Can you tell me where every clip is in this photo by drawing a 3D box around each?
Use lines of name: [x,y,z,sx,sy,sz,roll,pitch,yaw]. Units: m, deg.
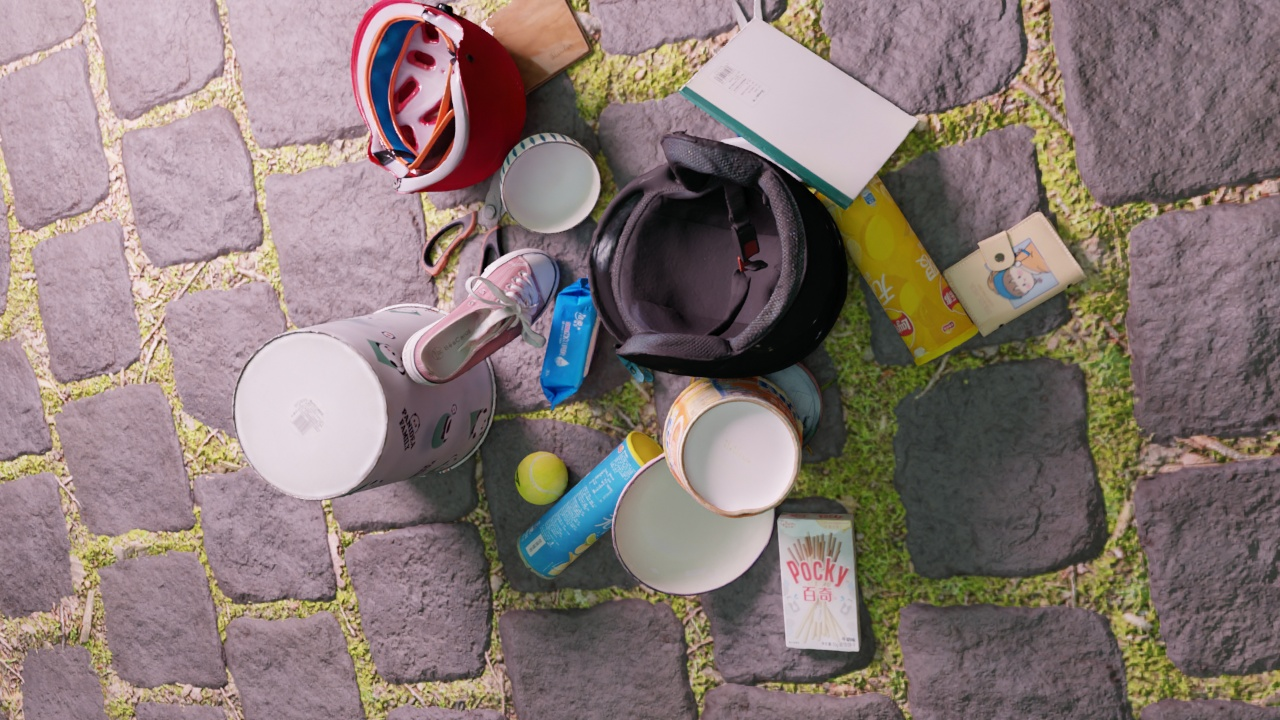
clip: [-0.008,0.006,1.098,0.013,0.037,0.055,-46,70,18]

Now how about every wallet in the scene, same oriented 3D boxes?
wallet: [0.380,-0.090,0.941,0.115,0.024,0.087,-34,91,22]
wallet: [-0.126,-0.381,1.087,0.115,0.020,0.101,-27,89,19]

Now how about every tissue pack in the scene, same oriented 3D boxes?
tissue pack: [-0.078,-0.024,1.080,0.052,0.095,0.157,14,103,1]

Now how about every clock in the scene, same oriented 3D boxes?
clock: [0.130,0.042,1.032,0.158,0.059,0.117,19,105,15]

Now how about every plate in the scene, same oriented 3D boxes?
plate: [0.059,0.178,1.053,0.192,0.039,0.193,-4,110,-11]

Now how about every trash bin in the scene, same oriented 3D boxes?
trash bin: [-0.321,0.048,1.078,0.230,0.251,0.229,1,94,11]

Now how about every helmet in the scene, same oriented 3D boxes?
helmet: [0.077,-0.095,0.945,0.275,0.229,0.233,14,90,47]
helmet: [-0.226,-0.306,1.070,0.240,0.143,0.207,52,127,28]

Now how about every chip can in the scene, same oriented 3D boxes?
chip can: [0.264,-0.102,0.956,0.072,0.072,0.213,-33,85,21]
chip can: [-0.057,0.178,1.114,0.211,0.071,0.071,-44,82,21]

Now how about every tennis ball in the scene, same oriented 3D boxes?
tennis ball: [-0.122,0.146,1.135,0.065,0.065,0.065,3,99,20]

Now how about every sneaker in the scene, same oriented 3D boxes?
sneaker: [-0.159,-0.053,1.033,0.088,0.240,0.118,-7,118,43]

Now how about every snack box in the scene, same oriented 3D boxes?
snack box: [0.205,0.253,1.052,0.085,0.026,0.157,-3,98,21]

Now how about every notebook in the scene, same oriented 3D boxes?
notebook: [0.164,-0.260,0.942,0.209,0.012,0.150,37,64,8]

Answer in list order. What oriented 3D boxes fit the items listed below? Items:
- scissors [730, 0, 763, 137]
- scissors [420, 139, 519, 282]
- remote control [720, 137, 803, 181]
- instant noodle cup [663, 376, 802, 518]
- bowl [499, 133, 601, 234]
scissors: [0.125,-0.315,1.008,0.170,0.012,0.144,47,109,10]
scissors: [-0.195,-0.164,1.146,0.189,0.015,0.224,-2,96,21]
remote control: [0.151,-0.220,1.000,0.136,0.020,0.056,-3,118,20]
instant noodle cup: [0.098,0.089,0.939,0.151,0.111,0.151,0,95,3]
bowl: [-0.109,-0.213,1.068,0.117,0.116,0.066,-50,36,19]
